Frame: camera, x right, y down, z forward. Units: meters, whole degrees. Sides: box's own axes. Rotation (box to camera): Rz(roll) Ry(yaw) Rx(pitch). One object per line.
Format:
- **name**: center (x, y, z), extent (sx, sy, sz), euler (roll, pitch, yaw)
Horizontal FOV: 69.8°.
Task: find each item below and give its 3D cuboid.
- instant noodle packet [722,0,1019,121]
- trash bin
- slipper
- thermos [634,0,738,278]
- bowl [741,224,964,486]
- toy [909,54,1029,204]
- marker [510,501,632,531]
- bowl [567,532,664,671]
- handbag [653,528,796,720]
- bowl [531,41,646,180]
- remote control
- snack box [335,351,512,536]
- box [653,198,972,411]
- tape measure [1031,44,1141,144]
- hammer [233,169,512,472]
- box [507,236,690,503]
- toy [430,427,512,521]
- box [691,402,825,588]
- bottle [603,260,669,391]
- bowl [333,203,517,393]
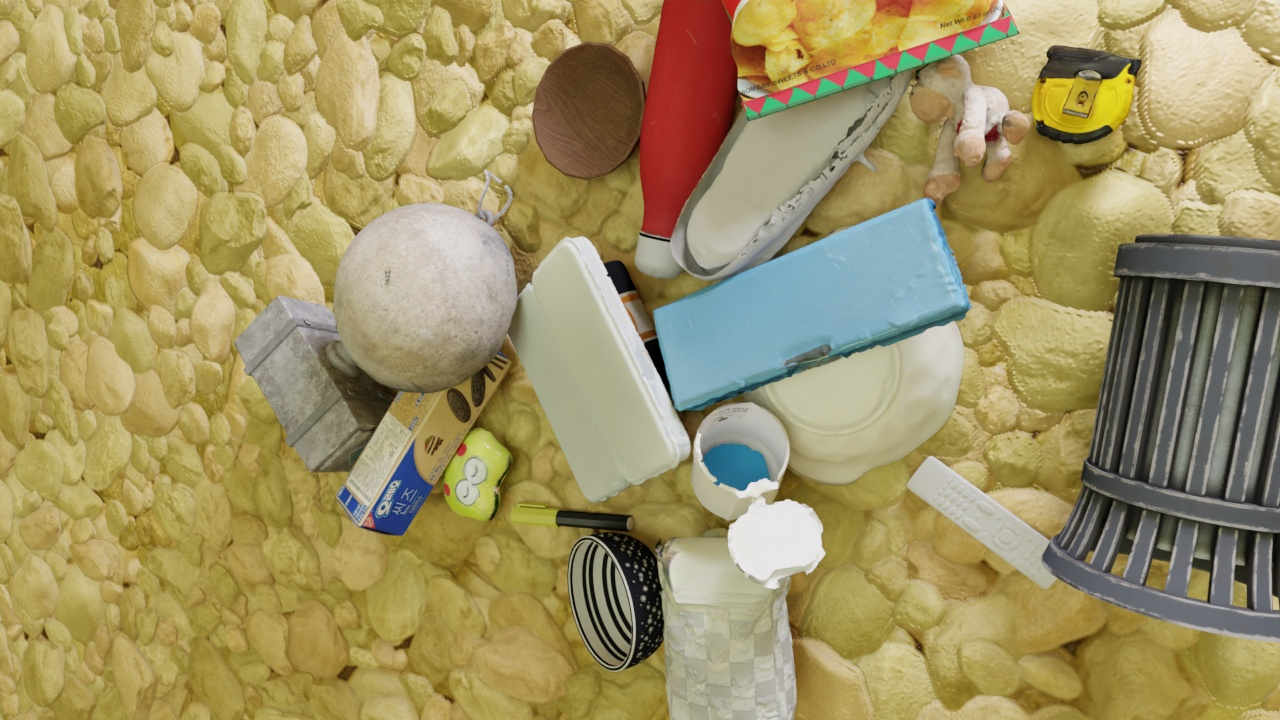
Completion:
- **instant noodle packet**: center (0.135, -0.317, 0.667), extent (0.195, 0.090, 0.252), euler (-17, 79, 4)
- **trash bin**: center (0.368, 0.039, 0.594), extent (0.164, 0.164, 0.227), euler (10, 97, 23)
- **slipper**: center (0.123, -0.161, 0.720), extent (0.112, 0.074, 0.247), euler (40, 101, 8)
- **thermos**: center (0.036, -0.186, 0.758), extent (0.073, 0.073, 0.240), euler (16, 104, 22)
- **bowl**: center (0.157, 0.001, 0.736), extent (0.189, 0.060, 0.219), euler (14, 102, 22)
- **toy**: center (0.232, -0.181, 0.669), extent (0.074, 0.085, 0.106), euler (-20, 78, 4)
- **marker**: center (-0.067, 0.150, 0.879), extent (0.124, 0.017, 0.021), euler (0, 97, 23)
- **bowl**: center (-0.009, 0.211, 0.828), extent (0.120, 0.066, 0.120), euler (19, 113, 56)
- **handbag**: center (0.077, 0.231, 0.771), extent (0.113, 0.123, 0.171), euler (-2, 92, 16)
- **bowl**: center (-0.040, -0.217, 0.808), extent (0.118, 0.030, 0.118), euler (3, 97, 30)
- **remote control**: center (0.274, 0.126, 0.724), extent (0.131, 0.012, 0.033), euler (37, 112, 16)
- **snack box**: center (-0.207, 0.066, 0.877), extent (0.056, 0.057, 0.207), euler (35, 95, 40)
- **box**: center (0.124, -0.036, 0.696), extent (0.232, 0.052, 0.093), euler (-23, 71, 25)
- **tape measure**: center (0.314, -0.186, 0.652), extent (0.066, 0.037, 0.064), euler (19, 104, 21)
- **hammer**: center (-0.239, -0.050, 0.897), extent (0.327, 0.079, 0.177), euler (-42, 71, 13)
- **box**: center (-0.049, 0.016, 0.798), extent (0.189, 0.037, 0.208), euler (-32, 82, 52)
- **toy**: center (-0.179, 0.104, 0.910), extent (0.115, 0.046, 0.092), euler (25, 105, 28)
- **box**: center (0.090, 0.116, 0.735), extent (0.080, 0.106, 0.150), euler (-13, 66, -3)
- **bottle**: center (-0.005, 0.005, 0.809), extent (0.059, 0.059, 0.181), euler (-27, 86, 25)
- **bowl**: center (-0.205, -0.061, 0.812), extent (0.179, 0.081, 0.178), euler (-2, 84, 15)
